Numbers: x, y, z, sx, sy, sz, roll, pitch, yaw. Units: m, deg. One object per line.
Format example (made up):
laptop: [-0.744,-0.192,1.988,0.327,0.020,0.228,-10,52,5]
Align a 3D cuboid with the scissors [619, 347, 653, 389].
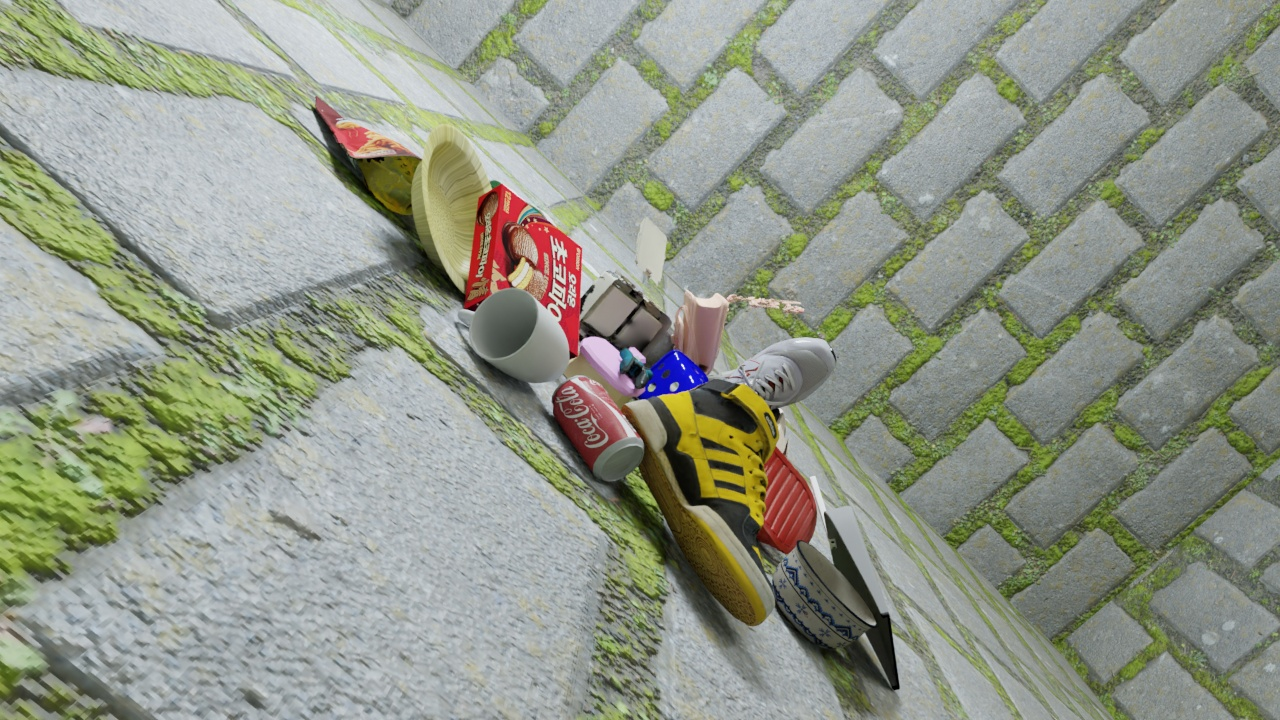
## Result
scissors: [-0.010,0.003,1.053,0.135,0.019,0.130,37,12,-48]

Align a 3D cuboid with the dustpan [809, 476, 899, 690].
dustpan: [0.245,0.234,1.081,0.257,0.033,0.163,-98,171,-48]

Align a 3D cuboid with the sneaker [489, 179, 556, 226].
sneaker: [-0.155,-0.172,1.282,0.079,0.084,0.235,35,10,-45]

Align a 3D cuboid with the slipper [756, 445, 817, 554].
slipper: [0.128,0.139,1.093,0.059,0.103,0.249,-8,-52,47]

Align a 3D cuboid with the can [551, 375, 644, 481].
can: [-0.041,0.061,0.842,0.096,0.054,0.054,51,12,35]

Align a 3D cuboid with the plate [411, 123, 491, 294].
plate: [-0.201,-0.152,0.966,0.184,0.036,0.184,-8,89,-76]

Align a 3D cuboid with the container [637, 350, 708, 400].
container: [0.058,0.061,1.167,0.085,0.084,0.113,39,12,-37]

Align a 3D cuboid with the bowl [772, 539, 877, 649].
bowl: [0.183,0.250,0.954,0.115,0.059,0.115,43,10,-10]

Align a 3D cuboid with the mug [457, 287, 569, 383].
mug: [-0.120,-0.021,0.861,0.107,0.071,0.089,18,-14,30]

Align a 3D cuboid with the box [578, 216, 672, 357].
box: [-0.012,-0.094,1.258,0.081,0.182,0.143,44,4,41]

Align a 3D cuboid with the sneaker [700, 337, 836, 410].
sneaker: [0.153,0.046,1.254,0.089,0.240,0.124,65,16,-10]

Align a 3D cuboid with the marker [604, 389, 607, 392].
marker: [-0.036,0.063,0.938,0.025,0.025,0.125,40,10,-24]

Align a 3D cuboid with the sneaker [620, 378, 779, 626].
sneaker: [0.084,0.116,0.831,0.238,0.122,0.086,58,-20,31]

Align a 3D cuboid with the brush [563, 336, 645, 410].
brush: [-0.033,0.013,1.107,0.089,0.043,0.228,45,10,3]

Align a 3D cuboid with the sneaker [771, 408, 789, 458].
sneaker: [0.166,0.142,1.285,0.293,0.112,0.116,-53,123,-84]

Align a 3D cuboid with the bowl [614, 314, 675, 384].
bowl: [0.013,-0.032,1.415,0.145,0.067,0.144,43,10,-10]

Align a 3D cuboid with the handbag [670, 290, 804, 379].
handbag: [0.137,-0.029,1.291,0.187,0.116,0.198,6,8,-1]

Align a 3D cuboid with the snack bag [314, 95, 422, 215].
snack bag: [-0.303,-0.231,1.055,0.139,0.067,0.208,30,7,-37]

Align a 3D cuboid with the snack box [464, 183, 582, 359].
snack box: [-0.121,-0.091,0.990,0.132,0.036,0.151,36,42,-42]
